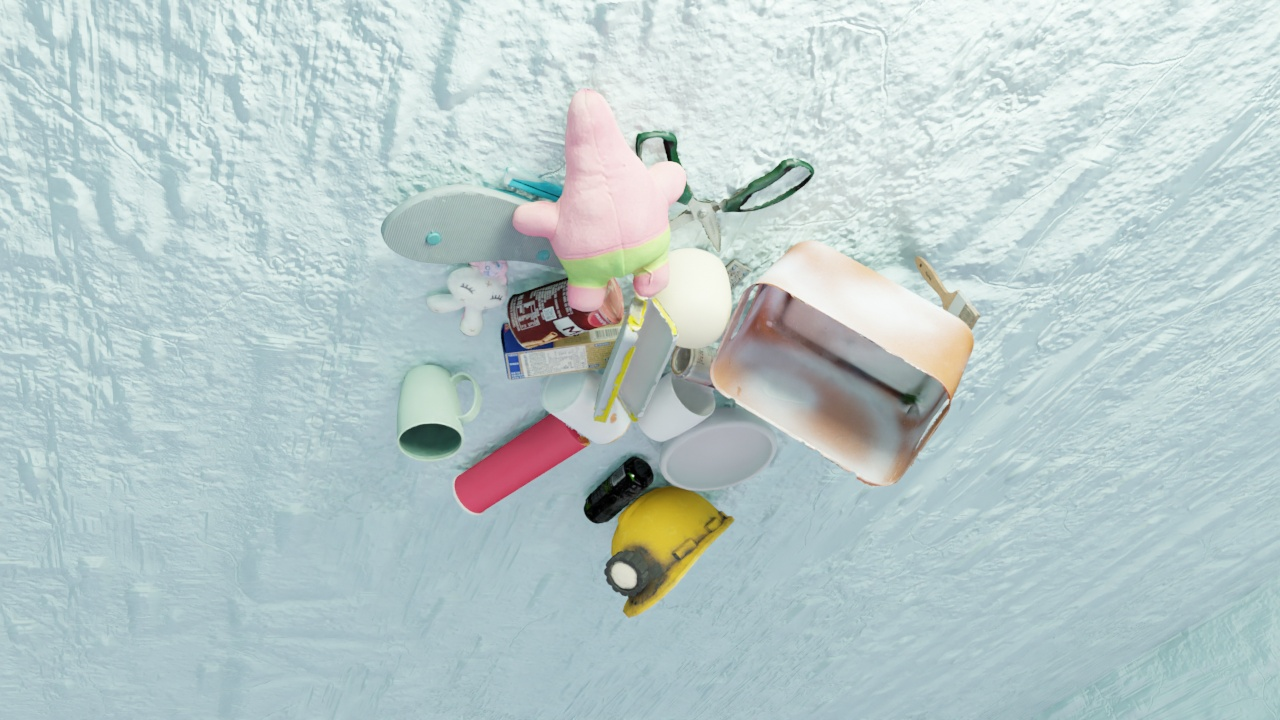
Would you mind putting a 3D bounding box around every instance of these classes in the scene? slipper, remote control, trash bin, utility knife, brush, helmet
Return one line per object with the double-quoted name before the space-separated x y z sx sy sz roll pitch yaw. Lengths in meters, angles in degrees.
"slipper" -0.149 -0.152 0.999 0.268 0.054 0.098 1 138 -33
"remote control" 0.084 -0.078 1.167 0.033 0.013 0.137 22 130 -35
"trash bin" 0.244 -0.004 1.097 0.260 0.156 0.182 32 133 14
"utility knife" -0.072 -0.178 1.009 0.176 0.015 0.022 14 133 -33
"brush" 0.373 -0.084 1.135 0.008 0.143 0.045 1 131 -19
"helmet" 0.026 0.280 1.469 0.206 0.131 0.254 -43 174 31

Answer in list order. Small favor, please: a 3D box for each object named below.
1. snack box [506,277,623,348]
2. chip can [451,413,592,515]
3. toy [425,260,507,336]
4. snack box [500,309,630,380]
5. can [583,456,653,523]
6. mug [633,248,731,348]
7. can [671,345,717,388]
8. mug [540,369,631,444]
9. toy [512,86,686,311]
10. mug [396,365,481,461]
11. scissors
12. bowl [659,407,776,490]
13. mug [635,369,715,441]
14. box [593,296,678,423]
"snack box" -0.089 -0.061 1.080 0.121 0.072 0.072 -16 142 23
"chip can" -0.171 0.144 1.325 0.221 0.069 0.069 -34 137 23
"toy" -0.195 -0.081 1.073 0.079 0.038 0.123 24 127 -27
"snack box" -0.071 -0.023 1.162 0.206 0.057 0.056 -7 139 -6
"can" -0.035 0.206 1.447 0.054 0.053 0.138 18 132 -32
"mug" 0.049 -0.069 1.092 0.120 0.099 0.096 12 132 -14
"can" 0.109 0.013 1.253 0.135 0.054 0.054 17 133 -31
"mug" -0.071 0.056 1.235 0.082 0.082 0.105 -31 137 21
"toy" -0.039 -0.167 0.955 0.192 0.096 0.237 -16 124 -8
"mug" -0.256 0.058 1.171 0.111 0.104 0.084 -20 140 10
"scissors" 0.090 -0.200 1.023 0.204 0.015 0.202 -22 139 9
"bowl" 0.111 0.121 1.374 0.176 0.066 0.177 -7 141 -6
"mug" 0.055 0.060 1.290 0.114 0.081 0.088 -16 162 -50
"box" -0.013 0.004 1.100 0.070 0.067 0.211 -3 147 -17
